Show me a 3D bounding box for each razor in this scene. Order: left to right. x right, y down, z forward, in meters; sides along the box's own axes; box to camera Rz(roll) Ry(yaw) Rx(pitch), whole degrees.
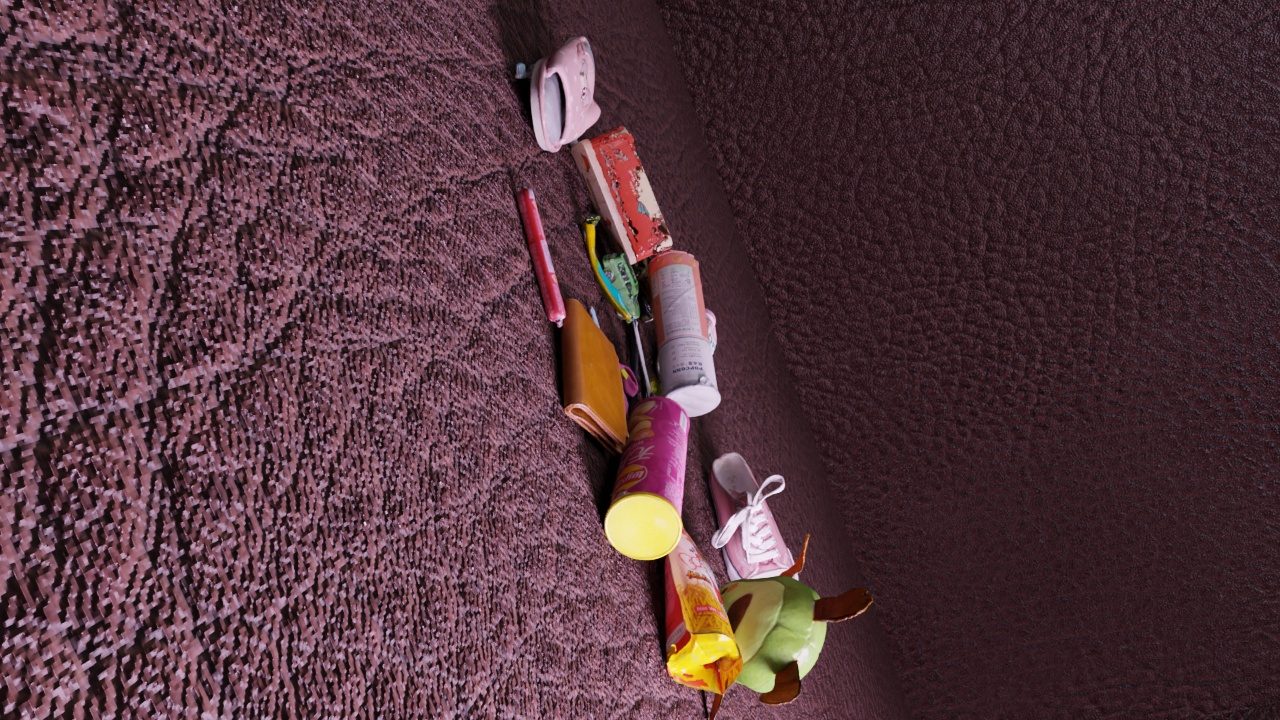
[{"bbox_3d":[-0.043,-0.110,1.110,0.132,0.028,0.043,69,-18,3],"label":"razor"}]

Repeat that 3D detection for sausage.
[{"bbox_3d":[-0.098,-0.105,0.904,0.020,0.020,0.155,28,45,-70],"label":"sausage"}]

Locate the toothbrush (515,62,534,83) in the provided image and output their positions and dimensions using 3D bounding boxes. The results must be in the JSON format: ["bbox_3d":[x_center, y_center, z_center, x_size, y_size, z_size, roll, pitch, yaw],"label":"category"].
[{"bbox_3d":[-0.123,-0.355,1.139,0.224,0.026,0.027,-65,155,-71],"label":"toothbrush"}]

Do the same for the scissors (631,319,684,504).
[{"bbox_3d":[0.015,0.065,1.062,0.136,0.022,0.235,-69,145,-66],"label":"scissors"}]

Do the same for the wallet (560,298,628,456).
[{"bbox_3d":[-0.043,0.020,0.916,0.119,0.035,0.130,55,22,-49],"label":"wallet"}]

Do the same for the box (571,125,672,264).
[{"bbox_3d":[-0.017,-0.215,1.188,0.168,0.079,0.091,67,-11,-12],"label":"box"}]

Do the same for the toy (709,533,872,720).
[{"bbox_3d":[0.133,0.284,0.971,0.090,0.226,0.247,40,-18,-9],"label":"toy"}]

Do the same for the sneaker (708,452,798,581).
[{"bbox_3d":[0.148,0.222,1.247,0.088,0.118,0.240,82,-7,-55],"label":"sneaker"}]

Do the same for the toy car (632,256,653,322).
[{"bbox_3d":[0.010,-0.109,1.298,0.158,0.042,0.070,-85,153,-66],"label":"toy car"}]

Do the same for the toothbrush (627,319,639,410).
[{"bbox_3d":[-0.007,0.007,1.122,0.180,0.016,0.018,-93,165,-48],"label":"toothbrush"}]

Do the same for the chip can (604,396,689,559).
[{"bbox_3d":[0.011,0.112,0.928,0.210,0.071,0.071,-78,146,-66],"label":"chip can"}]

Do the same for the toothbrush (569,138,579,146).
[{"bbox_3d":[-0.067,-0.263,1.248,0.191,0.018,0.016,54,22,-51],"label":"toothbrush"}]

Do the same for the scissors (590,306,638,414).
[{"bbox_3d":[-0.036,0.005,1.013,0.133,0.017,0.125,55,24,-37],"label":"scissors"}]

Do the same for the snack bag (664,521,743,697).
[{"bbox_3d":[0.052,0.240,0.960,0.207,0.073,0.129,-100,165,-61],"label":"snack bag"}]

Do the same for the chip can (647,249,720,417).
[{"bbox_3d":[0.052,-0.038,1.161,0.071,0.071,0.214,53,26,-52],"label":"chip can"}]

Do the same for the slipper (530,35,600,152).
[{"bbox_3d":[-0.082,-0.334,1.126,0.273,0.054,0.114,-74,162,-59],"label":"slipper"}]

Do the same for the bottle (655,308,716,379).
[{"bbox_3d":[0.074,-0.024,1.318,0.068,0.068,0.196,67,21,-16],"label":"bottle"}]

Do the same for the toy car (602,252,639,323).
[{"bbox_3d":[-0.022,-0.092,1.156,0.043,0.036,0.091,-66,139,-72],"label":"toy car"}]

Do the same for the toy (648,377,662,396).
[{"bbox_3d":[0.033,0.060,1.172,0.100,0.031,0.096,50,28,-46],"label":"toy"}]
